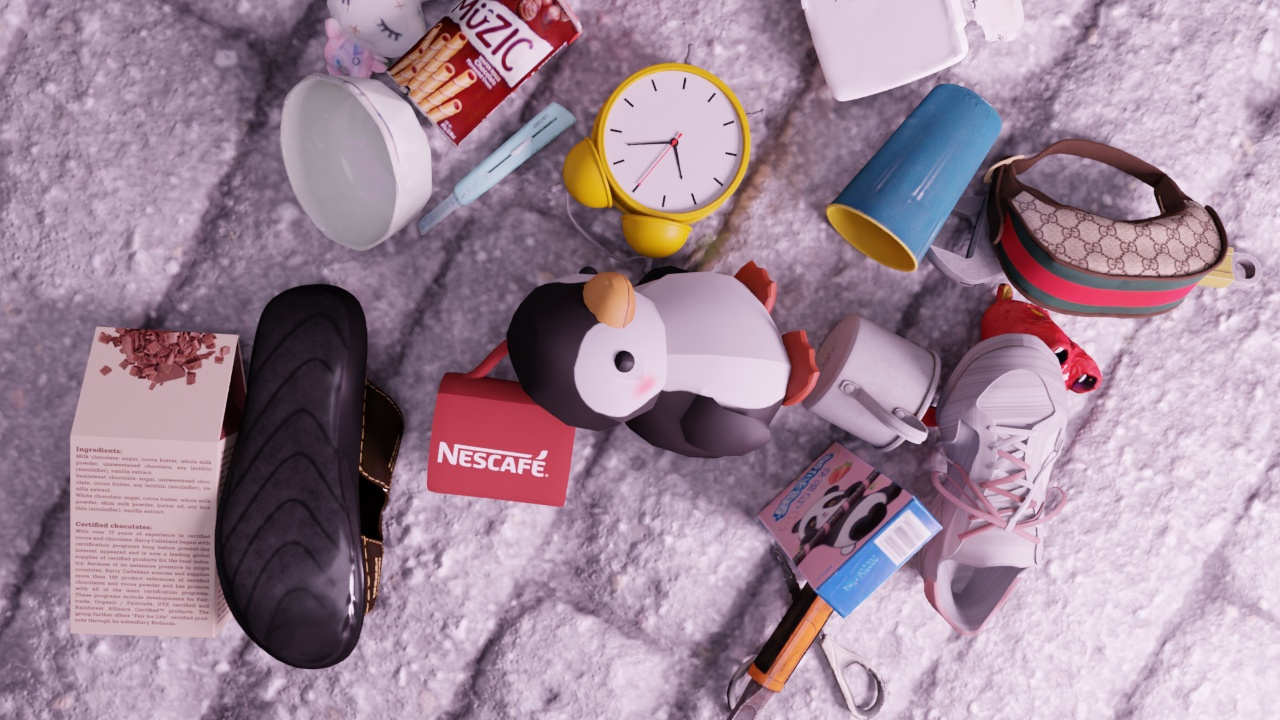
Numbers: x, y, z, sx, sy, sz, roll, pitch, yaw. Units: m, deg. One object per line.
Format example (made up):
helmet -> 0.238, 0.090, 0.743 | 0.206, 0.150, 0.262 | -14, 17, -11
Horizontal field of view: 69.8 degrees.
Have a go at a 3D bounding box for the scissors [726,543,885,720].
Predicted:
scissors -> 0.132, 0.228, 0.732 | 0.157, 0.012, 0.171 | -37, 97, -1

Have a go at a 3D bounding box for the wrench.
wrench -> 0.349, -0.082, 0.702 | 0.273, 0.018, 0.083 | 8, 74, -6

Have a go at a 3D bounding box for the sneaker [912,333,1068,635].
sneaker -> 0.251, 0.099, 0.645 | 0.099, 0.089, 0.236 | 0, 122, 0

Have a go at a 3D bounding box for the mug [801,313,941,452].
mug -> 0.167, 0.020, 0.661 | 0.070, 0.113, 0.084 | 28, 109, -5

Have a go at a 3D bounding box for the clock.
clock -> 0.013, -0.143, 0.660 | 0.113, 0.052, 0.152 | 40, 88, -8

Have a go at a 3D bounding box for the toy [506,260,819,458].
toy -> -0.004, 0.004, 0.613 | 0.183, 0.159, 0.140 | 6, 133, -32

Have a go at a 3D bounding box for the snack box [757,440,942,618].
snack box -> 0.140, 0.113, 0.648 | 0.088, 0.154, 0.033 | -44, 101, 2

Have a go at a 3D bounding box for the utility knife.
utility knife -> -0.108, -0.139, 0.670 | 0.141, 0.015, 0.022 | -38, 99, 4

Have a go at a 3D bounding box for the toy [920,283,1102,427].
toy -> 0.267, 0.007, 0.703 | 0.133, 0.094, 0.088 | -32, 132, 23

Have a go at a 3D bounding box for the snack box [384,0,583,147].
snack box -> -0.108, -0.213, 0.631 | 0.121, 0.072, 0.072 | -42, 98, 1

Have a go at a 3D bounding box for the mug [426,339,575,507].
mug -> -0.095, 0.041, 0.656 | 0.096, 0.080, 0.116 | 8, 98, -6

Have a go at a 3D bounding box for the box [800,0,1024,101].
box -> 0.208, -0.262, 0.658 | 0.152, 0.131, 0.107 | -15, 101, 29

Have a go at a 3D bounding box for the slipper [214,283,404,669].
slipper -> -0.230, 0.078, 0.652 | 0.113, 0.076, 0.267 | -3, 78, 0

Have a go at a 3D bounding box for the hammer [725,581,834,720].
hammer -> 0.119, 0.235, 0.707 | 0.138, 0.035, 0.314 | 33, 92, -3

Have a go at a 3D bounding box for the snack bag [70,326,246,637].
snack bag -> -0.335, 0.082, 0.648 | 0.094, 0.070, 0.206 | 3, 96, -5

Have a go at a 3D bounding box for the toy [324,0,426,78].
toy -> -0.179, -0.247, 0.638 | 0.079, 0.038, 0.123 | 33, 96, -14

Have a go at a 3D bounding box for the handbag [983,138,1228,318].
handbag -> 0.331, -0.102, 0.671 | 0.166, 0.063, 0.138 | 1, 59, -4

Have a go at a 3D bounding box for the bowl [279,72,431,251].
bowl -> -0.185, -0.140, 0.627 | 0.117, 0.061, 0.118 | 18, 123, 31

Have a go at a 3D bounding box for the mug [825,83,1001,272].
mug -> 0.202, -0.135, 0.667 | 0.078, 0.078, 0.121 | 37, 87, -8
